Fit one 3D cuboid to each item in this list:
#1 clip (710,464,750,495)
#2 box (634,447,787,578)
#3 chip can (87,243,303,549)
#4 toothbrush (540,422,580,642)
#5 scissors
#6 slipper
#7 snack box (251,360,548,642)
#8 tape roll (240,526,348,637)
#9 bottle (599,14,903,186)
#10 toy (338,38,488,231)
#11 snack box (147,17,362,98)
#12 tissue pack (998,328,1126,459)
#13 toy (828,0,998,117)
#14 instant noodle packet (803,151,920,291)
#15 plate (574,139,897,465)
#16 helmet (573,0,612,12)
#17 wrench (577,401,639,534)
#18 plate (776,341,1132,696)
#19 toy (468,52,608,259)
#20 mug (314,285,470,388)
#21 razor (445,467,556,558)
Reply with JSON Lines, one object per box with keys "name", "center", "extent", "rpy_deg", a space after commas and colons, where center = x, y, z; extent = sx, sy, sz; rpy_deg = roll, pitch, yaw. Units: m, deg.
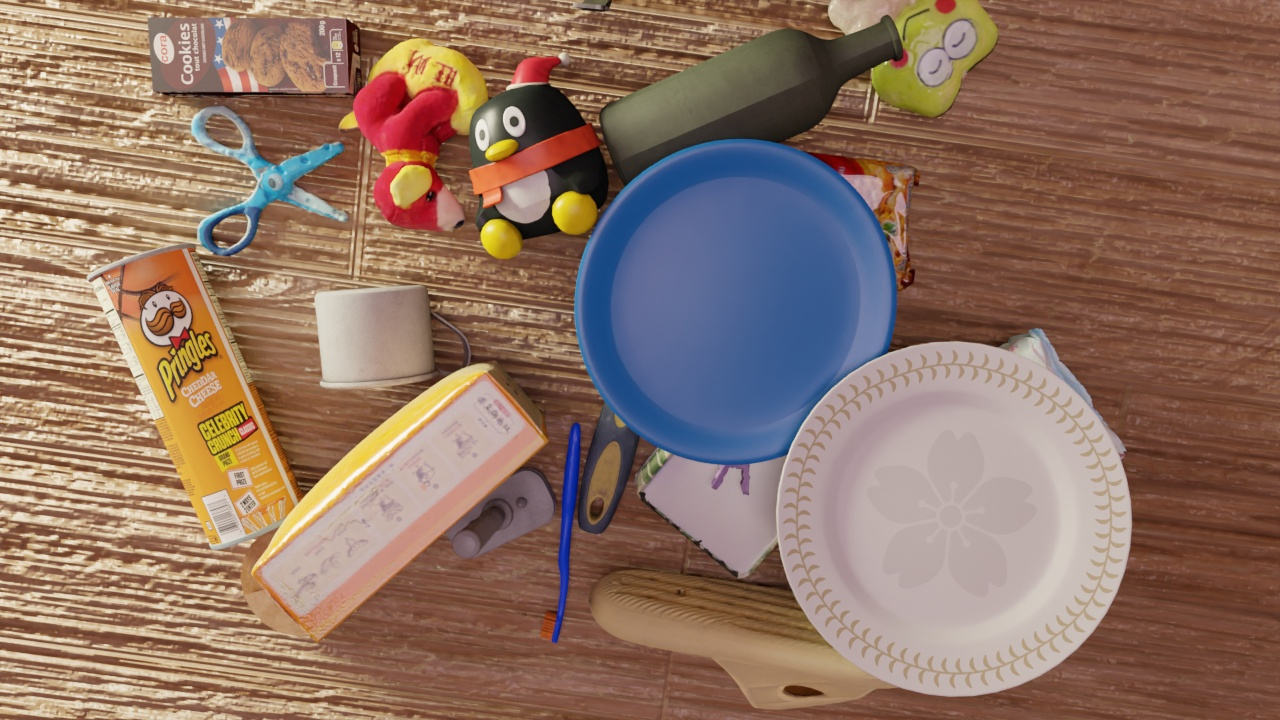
{"name": "clip", "center": [0.066, 0.076, 0.669], "extent": [0.046, 0.014, 0.050], "rpy_deg": [-15, 102, 4]}
{"name": "box", "center": [0.099, 0.056, 0.697], "extent": [0.117, 0.050, 0.205], "rpy_deg": [38, 98, -7]}
{"name": "chip can", "center": [-0.326, 0.027, 0.683], "extent": [0.075, 0.075, 0.215], "rpy_deg": [-20, 98, 4]}
{"name": "toothbrush", "center": [-0.062, 0.138, 0.727], "extent": [0.018, 0.016, 0.182], "rpy_deg": [7, 99, 5]}
{"name": "scissors", "center": [-0.287, -0.127, 0.692], "extent": [0.134, 0.012, 0.134], "rpy_deg": [27, 98, -5]}
{"name": "slipper", "center": [0.086, 0.221, 0.691], "extent": [0.261, 0.111, 0.079], "rpy_deg": [10, 96, 3]}
{"name": "snack box", "center": [-0.163, 0.082, 0.643], "extent": [0.195, 0.145, 0.080], "rpy_deg": [-41, 96, -3]}
{"name": "tape roll", "center": [-0.265, 0.170, 0.728], "extent": [0.094, 0.027, 0.094], "rpy_deg": [0, 99, 1]}
{"name": "bottle", "center": [0.077, -0.182, 0.638], "extent": [0.207, 0.071, 0.071], "rpy_deg": [-21, 98, 10]}
{"name": "toy", "center": [-0.165, -0.164, 0.661], "extent": [0.105, 0.067, 0.137], "rpy_deg": [7, 91, 6]}
{"name": "snack box", "center": [-0.278, -0.219, 0.666], "extent": [0.141, 0.031, 0.051], "rpy_deg": [0, 99, 1]}
{"name": "tissue pack", "center": [0.252, 0.074, 0.686], "extent": [0.182, 0.070, 0.112], "rpy_deg": [-38, 95, 6]}
{"name": "toy", "center": [0.189, -0.233, 0.652], "extent": [0.115, 0.046, 0.092], "rpy_deg": [37, 102, 3]}
{"name": "instant noodle packet", "center": [0.137, -0.102, 0.677], "extent": [0.135, 0.039, 0.098], "rpy_deg": [6, 103, 1]}
{"name": "plate", "center": [0.066, -0.038, 0.638], "extent": [0.224, 0.024, 0.224], "rpy_deg": [-1, 101, -6]}
{"name": "helmet", "center": [-0.015, -0.338, 0.545], "extent": [0.224, 0.236, 0.193], "rpy_deg": [-5, 132, -8]}
{"name": "wrench", "center": [-0.005, 0.004, 0.702], "extent": [0.073, 0.022, 0.273], "rpy_deg": [16, 98, -1]}
{"name": "plate", "center": [0.215, 0.108, 0.637], "extent": [0.242, 0.016, 0.242], "rpy_deg": [0, 88, 1]}
{"name": "toy", "center": [-0.075, -0.145, 0.641], "extent": [0.098, 0.099, 0.119], "rpy_deg": [-15, 106, 24]}
{"name": "mug", "center": [-0.181, -0.019, 0.679], "extent": [0.113, 0.084, 0.070], "rpy_deg": [-8, 97, -33]}
{"name": "razor", "center": [-0.114, 0.122, 0.674], "extent": [0.088, 0.116, 0.047], "rpy_deg": [-26, 91, 4]}
